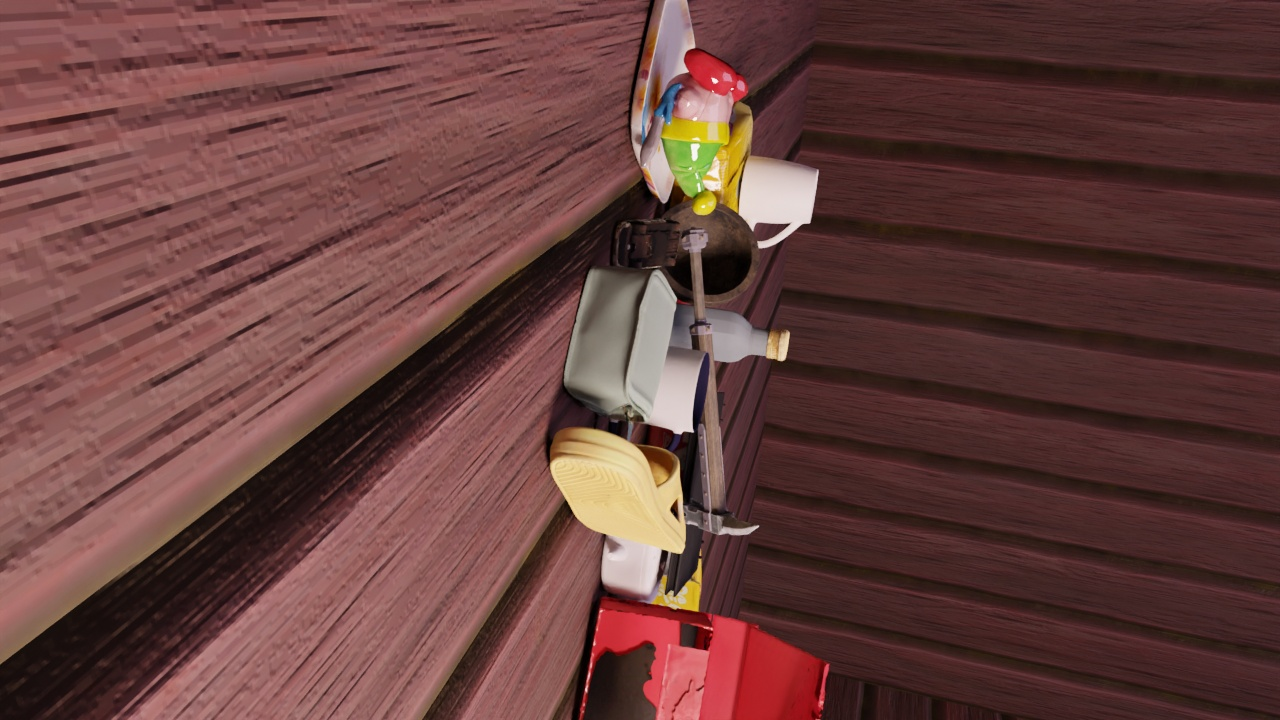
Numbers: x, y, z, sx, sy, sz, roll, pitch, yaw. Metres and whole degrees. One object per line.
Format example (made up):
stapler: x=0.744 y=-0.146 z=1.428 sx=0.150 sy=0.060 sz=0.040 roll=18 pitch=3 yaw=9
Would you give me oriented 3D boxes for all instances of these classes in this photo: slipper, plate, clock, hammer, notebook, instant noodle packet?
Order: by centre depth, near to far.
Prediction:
slipper: x=-0.015 y=0.108 z=0.840 sx=0.263 sy=0.099 sz=0.078 roll=67 pitch=32 yaw=-61
plate: x=0.023 y=-0.266 z=0.914 sx=0.187 sy=0.016 sz=0.186 roll=53 pitch=47 yaw=-73
hammer: x=0.069 y=0.021 z=0.942 sx=0.147 sy=0.028 sz=0.317 roll=2 pitch=-82 yaw=63
clock: x=0.006 y=0.215 z=1.065 sx=0.161 sy=0.073 sz=0.125 roll=81 pitch=22 yaw=-55
notebook: x=0.068 y=0.152 z=1.105 sx=0.169 sy=0.019 sz=0.231 roll=7 pitch=92 yaw=-77
instant noodle packet: x=0.061 y=0.294 z=1.401 sx=0.221 sy=0.084 sz=0.163 roll=-76 pitch=168 yaw=-49

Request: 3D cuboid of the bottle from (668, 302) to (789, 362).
bottle: x=0.084 y=-0.029 z=1.029 sx=0.072 sy=0.161 sz=0.046 roll=75 pitch=27 yaw=-62

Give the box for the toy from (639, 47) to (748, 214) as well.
toy: x=0.054 y=-0.214 z=0.857 sx=0.131 sy=0.097 sz=0.124 roll=-59 pitch=169 yaw=13

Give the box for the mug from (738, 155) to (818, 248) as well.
mug: x=0.172 y=-0.196 z=1.154 sx=0.081 sy=0.088 sz=0.114 roll=24 pitch=76 yaw=-78

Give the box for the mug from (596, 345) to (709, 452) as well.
mug: x=0.009 y=0.039 z=0.889 sx=0.078 sy=0.097 sz=0.112 roll=25 pitch=74 yaw=-77

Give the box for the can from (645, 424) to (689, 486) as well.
can: x=0.042 y=0.096 z=1.156 sx=0.067 sy=0.067 sz=0.170 roll=37 pitch=63 yaw=-76

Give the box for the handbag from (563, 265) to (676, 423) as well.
handbag: x=-0.016 y=-0.014 z=0.807 sx=0.106 sy=0.067 sz=0.121 roll=42 pitch=58 yaw=-65

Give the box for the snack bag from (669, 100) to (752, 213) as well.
snack bag: x=0.089 y=-0.225 z=1.130 sx=0.246 sy=0.068 sz=0.160 roll=-61 pitch=158 yaw=-57

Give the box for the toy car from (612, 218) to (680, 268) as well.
toy car: x=0.002 y=-0.115 z=0.895 sx=0.112 sy=0.041 sz=0.048 roll=-15 pitch=115 yaw=-57

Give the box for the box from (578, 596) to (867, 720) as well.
box: x=0.080 y=0.388 z=0.981 sx=0.124 sy=0.316 sz=0.211 roll=18 pitch=82 yaw=-66

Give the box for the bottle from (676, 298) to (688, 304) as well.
bottle: x=0.036 y=-0.018 z=1.112 sx=0.036 sy=0.036 sz=0.119 roll=-23 pitch=122 yaw=-75

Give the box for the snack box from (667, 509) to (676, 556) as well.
snack box: x=0.041 y=0.218 z=1.241 sx=0.150 sy=0.026 sz=0.081 roll=112 pitch=-1 yaw=-47

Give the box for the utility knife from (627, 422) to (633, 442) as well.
utility knife: x=-0.006 y=0.006 z=0.991 sx=0.031 sy=0.015 sz=0.209 roll=-26 pitch=120 yaw=-74

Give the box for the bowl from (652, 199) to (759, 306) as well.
bowl: x=0.065 y=-0.111 z=1.018 sx=0.056 sy=0.121 sz=0.121 roll=124 pitch=-19 yaw=-69
